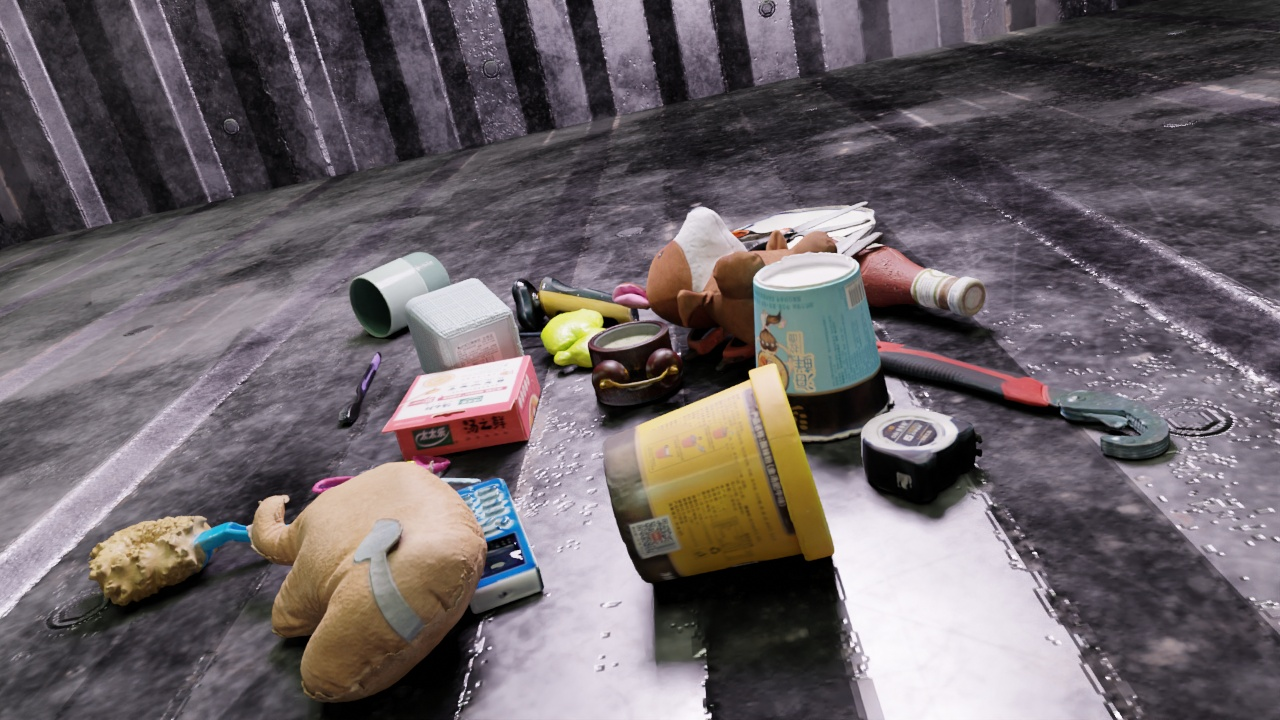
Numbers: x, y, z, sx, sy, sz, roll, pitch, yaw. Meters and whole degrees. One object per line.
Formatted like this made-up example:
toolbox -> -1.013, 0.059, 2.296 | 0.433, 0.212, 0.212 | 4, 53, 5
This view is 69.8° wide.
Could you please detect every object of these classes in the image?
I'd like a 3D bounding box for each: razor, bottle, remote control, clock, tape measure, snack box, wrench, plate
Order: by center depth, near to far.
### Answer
tape measure -> 0.182, 0.060, 0.613 | 0.065, 0.034, 0.066 | -24, 27, -31
remote control -> -0.103, 0.124, 0.628 | 0.049, 0.024, 0.125 | -18, 26, -12
wrench -> 0.265, 0.019, 0.692 | 0.056, 0.016, 0.274 | -23, 25, -24
snack box -> -0.155, 0.046, 0.818 | 0.113, 0.044, 0.127 | -10, 21, 5
clock -> -0.005, 0.005, 0.819 | 0.082, 0.055, 0.122 | -13, 19, -1
bottle -> 0.240, -0.079, 0.882 | 0.059, 0.060, 0.206 | -22, 23, -22
razor -> -0.073, -0.057, 1.026 | 0.168, 0.062, 0.067 | 10, 61, 33
plate -> 0.158, -0.128, 1.082 | 0.265, 0.034, 0.162 | -25, 24, -26

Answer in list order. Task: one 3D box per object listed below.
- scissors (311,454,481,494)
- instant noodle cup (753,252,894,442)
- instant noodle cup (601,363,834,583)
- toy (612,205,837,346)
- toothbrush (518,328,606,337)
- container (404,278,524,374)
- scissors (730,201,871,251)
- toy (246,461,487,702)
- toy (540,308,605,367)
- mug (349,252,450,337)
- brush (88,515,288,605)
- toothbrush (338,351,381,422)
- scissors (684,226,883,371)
scissors -> -0.190, 0.095, 0.721 | 0.134, 0.017, 0.133 | -1, 10, -1
instant noodle cup -> 0.132, -0.015, 0.707 | 0.111, 0.120, 0.111 | -11, 22, 4
instant noodle cup -> 0.045, 0.074, 0.555 | 0.114, 0.118, 0.118 | -18, 21, 7
toy -> 0.072, -0.076, 0.828 | 0.140, 0.130, 0.200 | -14, 10, -29
toothbrush -> -0.085, -0.026, 0.996 | 0.181, 0.018, 0.015 | -3, 30, 19
container -> -0.175, -0.020, 0.934 | 0.090, 0.090, 0.111 | -22, 26, -21
scissors -> 0.132, -0.133, 1.000 | 0.220, 0.022, 0.228 | -29, 20, -20
toy -> -0.182, 0.122, 0.593 | 0.143, 0.082, 0.226 | -40, 31, -21
toy -> -0.066, -0.024, 0.945 | 0.100, 0.031, 0.096 | 14, 38, 36
mug -> -0.311, -0.081, 1.181 | 0.106, 0.082, 0.112 | -36, 0, -43
brush -> -0.291, 0.135, 0.697 | 0.254, 0.046, 0.083 | -10, 18, -4
toothbrush -> -0.299, 0.027, 0.988 | 0.017, 0.014, 0.189 | -24, 21, 4
scissors -> 0.143, -0.060, 0.871 | 0.205, 0.015, 0.198 | -14, 34, 27
